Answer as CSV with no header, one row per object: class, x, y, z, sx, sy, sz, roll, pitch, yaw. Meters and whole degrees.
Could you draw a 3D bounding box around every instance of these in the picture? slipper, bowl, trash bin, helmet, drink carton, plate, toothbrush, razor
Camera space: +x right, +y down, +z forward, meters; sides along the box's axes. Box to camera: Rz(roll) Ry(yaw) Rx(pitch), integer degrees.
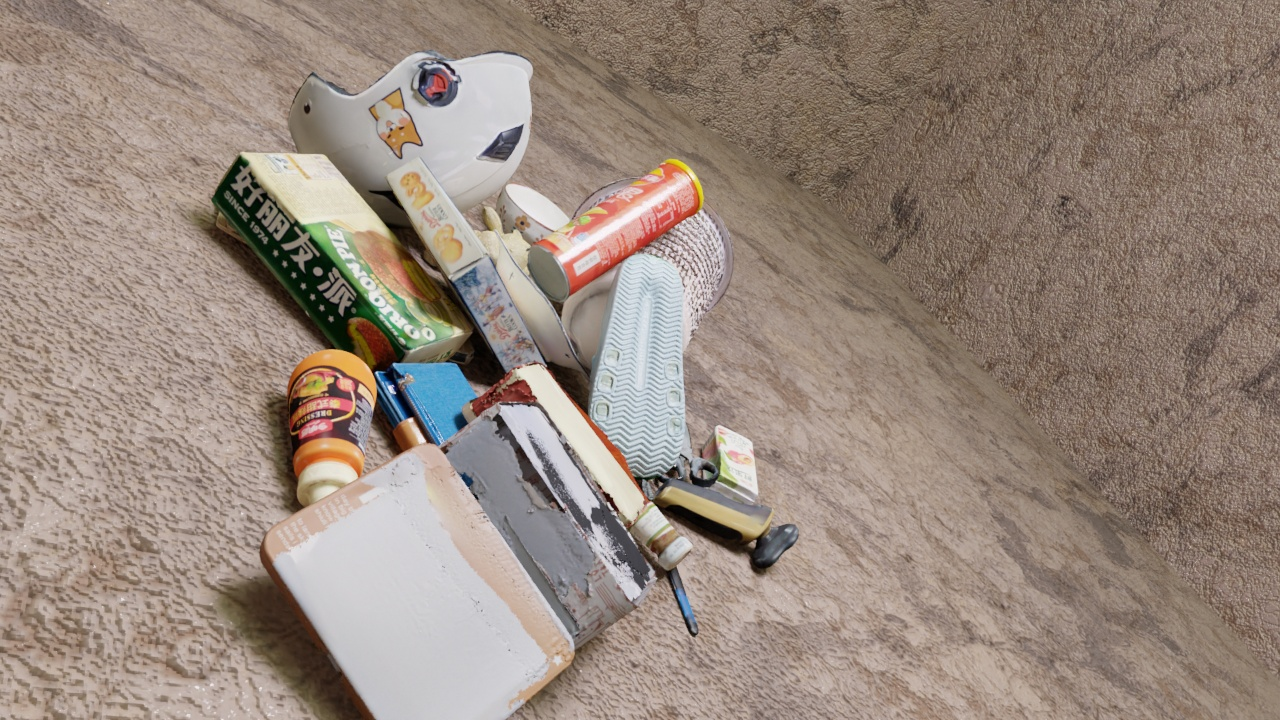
slipper,-0.006,0.006,0.990,0.104,0.074,0.245,9,76,-15
bowl,-0.156,-0.190,1.275,0.113,0.062,0.113,33,23,-17
trash bin,-0.005,-0.085,1.139,0.227,0.228,0.191,33,35,-13
helmet,-0.240,-0.232,1.021,0.230,0.274,0.157,166,-88,-83
drink carton,0.103,0.129,1.074,0.053,0.046,0.122,29,22,-9
plate,-0.121,-0.054,1.027,0.164,0.034,0.164,53,-7,35
toothbrush,0.026,0.185,0.887,0.014,0.016,0.189,16,31,-29
razor,0.088,0.170,0.976,0.167,0.062,0.067,25,56,-17

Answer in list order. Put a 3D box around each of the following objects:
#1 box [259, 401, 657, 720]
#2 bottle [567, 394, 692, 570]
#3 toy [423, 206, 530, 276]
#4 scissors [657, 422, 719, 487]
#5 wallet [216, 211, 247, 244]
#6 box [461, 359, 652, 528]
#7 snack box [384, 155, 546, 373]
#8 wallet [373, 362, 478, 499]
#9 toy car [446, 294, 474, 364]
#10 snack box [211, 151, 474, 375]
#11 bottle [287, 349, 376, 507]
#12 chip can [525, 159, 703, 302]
box,-0.100,0.134,0.631,0.179,0.126,0.272,55,29,7
bottle,-0.032,0.114,0.879,0.206,0.060,0.059,45,23,15
toy,-0.195,-0.133,1.118,0.157,0.066,0.105,-2,78,-53
scissors,0.042,0.105,1.060,0.135,0.014,0.175,-11,22,-32
wallet,-0.370,-0.143,0.902,0.087,0.024,0.115,24,27,-30
box,-0.067,0.081,0.800,0.168,0.080,0.091,53,12,2
snack box,-0.176,-0.089,0.933,0.178,0.045,0.183,52,-10,36
wallet,-0.165,0.061,0.796,0.133,0.040,0.106,54,24,16
toy car,-0.198,-0.032,0.939,0.042,0.035,0.090,14,35,-44
snack box,-0.274,-0.089,0.856,0.240,0.063,0.114,48,23,5
bottle,-0.230,0.059,0.681,0.066,0.067,0.149,23,33,-33
chip can,-0.025,-0.146,1.020,0.073,0.073,0.216,44,60,14
